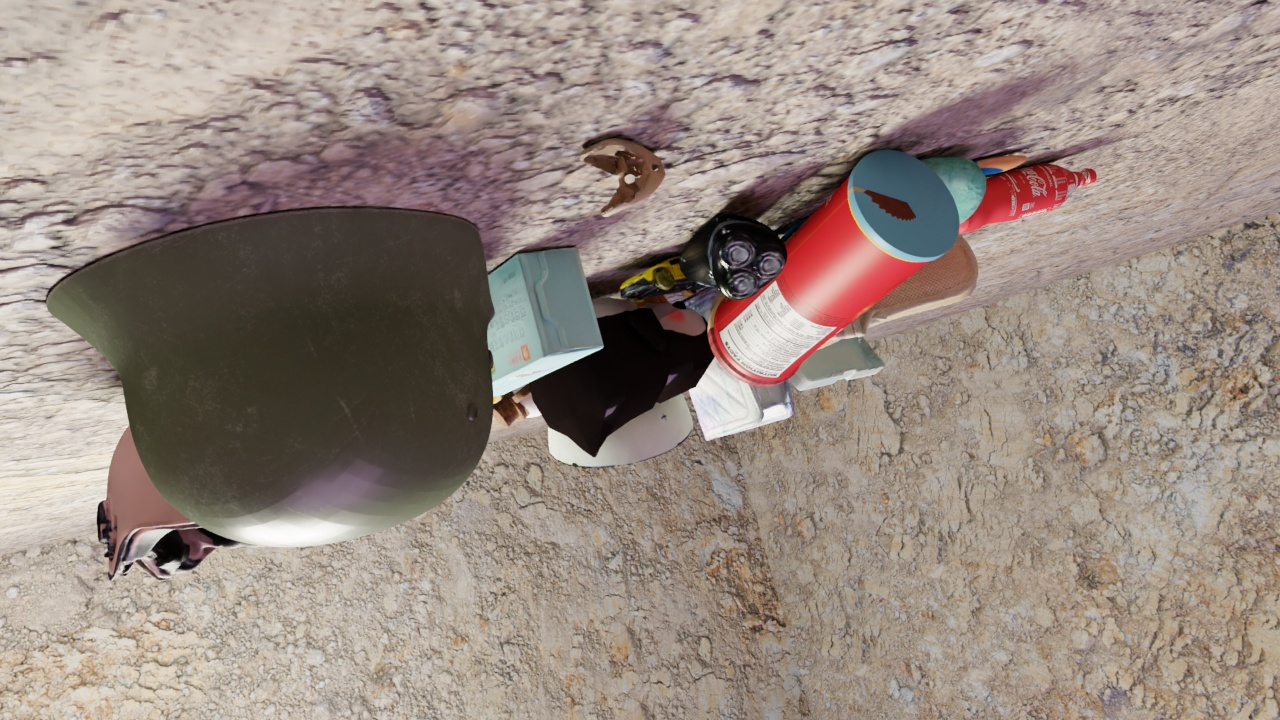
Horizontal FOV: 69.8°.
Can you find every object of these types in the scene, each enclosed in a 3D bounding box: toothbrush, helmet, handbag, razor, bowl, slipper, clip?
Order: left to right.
[{"bbox_3d":[-0.301,0.078,0.728,0.229,0.152,0.256,-10,172,-20],"label":"helmet"},{"bbox_3d":[-0.180,0.028,0.537,0.227,0.153,0.267,-17,174,16],"label":"helmet"},{"bbox_3d":[-0.025,0.048,0.956,0.153,0.073,0.153,-8,-163,2],"label":"bowl"},{"bbox_3d":[-0.004,-0.089,0.462,0.026,0.060,0.049,-18,147,27],"label":"clip"},{"bbox_3d":[0.061,-0.070,0.677,0.053,0.063,0.141,16,173,-12],"label":"razor"},{"bbox_3d":[0.096,0.001,1.016,0.069,0.158,0.127,-14,174,-34],"label":"handbag"},{"bbox_3d":[0.195,-0.068,0.876,0.263,0.115,0.052,-16,155,-1],"label":"slipper"},{"bbox_3d":[0.235,-0.141,0.707,0.135,0.017,0.021,-17,179,-7],"label":"toothbrush"}]

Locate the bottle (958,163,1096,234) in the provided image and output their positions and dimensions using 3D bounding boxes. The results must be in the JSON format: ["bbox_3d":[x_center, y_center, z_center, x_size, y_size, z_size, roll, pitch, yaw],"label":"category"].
[{"bbox_3d":[0.321,-0.142,0.782,0.141,0.042,0.042,-15,175,-7],"label":"bottle"}]

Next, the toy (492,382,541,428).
[{"bbox_3d":[-0.105,0.017,0.924,0.112,0.067,0.087,-40,-176,-21],"label":"toy"}]

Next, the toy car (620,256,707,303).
[{"bbox_3d":[0.028,-0.070,0.769,0.106,0.030,0.049,-13,176,-39],"label":"toy car"}]

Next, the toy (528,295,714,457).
[{"bbox_3d":[-0.005,0.005,0.850,0.183,0.140,0.160,-12,169,-43],"label":"toy"}]

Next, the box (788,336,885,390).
[{"bbox_3d":[0.208,-0.033,1.080,0.044,0.136,0.196,-35,163,36],"label":"box"}]

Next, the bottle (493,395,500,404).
[{"bbox_3d":[-0.168,0.012,0.918,0.059,0.059,0.181,-15,175,1],"label":"bottle"}]

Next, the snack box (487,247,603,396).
[{"bbox_3d":[-0.098,-0.021,0.685,0.053,0.075,0.175,-12,174,-35],"label":"snack box"}]

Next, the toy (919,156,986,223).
[{"bbox_3d":[0.209,-0.121,0.676,0.105,0.033,0.085,7,152,-35],"label":"toy"}]

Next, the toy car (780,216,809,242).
[{"bbox_3d":[0.150,-0.097,0.757,0.120,0.043,0.056,-16,175,43],"label":"toy car"}]

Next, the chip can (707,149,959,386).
[{"bbox_3d":[0.132,-0.059,0.676,0.086,0.087,0.214,-12,162,-27],"label":"chip can"}]
